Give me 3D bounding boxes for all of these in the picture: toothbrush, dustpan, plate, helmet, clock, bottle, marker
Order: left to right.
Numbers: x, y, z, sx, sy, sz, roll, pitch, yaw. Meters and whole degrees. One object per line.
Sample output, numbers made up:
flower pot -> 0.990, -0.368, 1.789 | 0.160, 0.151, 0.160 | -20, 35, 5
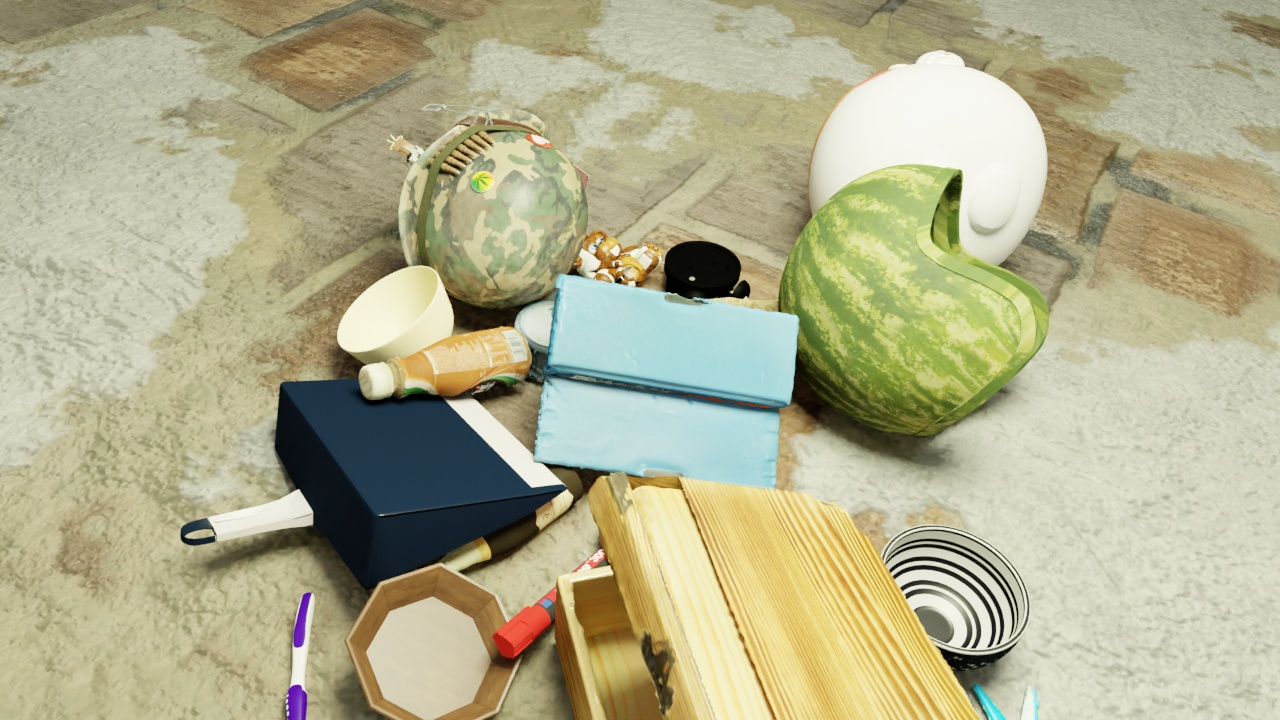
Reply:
toothbrush -> -0.254, 0.252, 0.678 | 0.016, 0.015, 0.186 | -8, 44, -8
dustpan -> -0.243, 0.101, 0.787 | 0.272, 0.080, 0.236 | -2, 25, -38
plate -> -0.156, 0.219, 0.691 | 0.131, 0.025, 0.131 | 17, 47, -20
bottle -> -0.186, 0.007, 0.878 | 0.166, 0.059, 0.059 | -12, 44, -41
helmet -> -0.165, -0.166, 0.997 | 0.237, 0.192, 0.224 | 11, 70, 30
bottle -> -0.129, 0.149, 0.781 | 0.045, 0.045, 0.184 | 35, 50, 27
clock -> -0.080, -0.012, 0.959 | 0.129, 0.052, 0.090 | 32, 49, 20
marker -> -0.062, 0.189, 0.744 | 0.023, 0.021, 0.144 | 48, 41, 9
clock -> 0.075, -0.088, 1.061 | 0.091, 0.043, 0.120 | -14, 46, -20
helmet -> 0.254, -0.057, 0.904 | 0.247, 0.244, 0.212 | 55, 28, 12

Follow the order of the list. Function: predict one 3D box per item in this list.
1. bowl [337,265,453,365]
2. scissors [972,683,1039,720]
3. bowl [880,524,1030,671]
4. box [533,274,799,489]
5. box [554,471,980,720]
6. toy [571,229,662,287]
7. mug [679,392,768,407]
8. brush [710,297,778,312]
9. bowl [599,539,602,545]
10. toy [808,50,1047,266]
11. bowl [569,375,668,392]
bowl -> -0.235, -0.028, 0.929 | 0.118, 0.074, 0.117 | -18, 41, 17
scissors -> 0.281, 0.304, 0.687 | 0.127, 0.012, 0.137 | -14, 49, -19
bowl -> 0.246, 0.202, 0.750 | 0.120, 0.066, 0.120 | 3, 43, -3
box -> 0.027, 0.024, 0.836 | 0.231, 0.033, 0.174 | 8, 80, -11
box -> 0.099, 0.224, 0.606 | 0.258, 0.221, 0.279 | -7, 43, -16
toy -> -0.040, -0.117, 1.065 | 0.112, 0.067, 0.087 | 34, 48, 10
mug -> 0.093, -0.003, 0.920 | 0.096, 0.113, 0.077 | 1, 46, -6
brush -> 0.097, -0.038, 0.993 | 0.195, 0.043, 0.059 | -1, 76, -13
bowl -> 0.027, 0.144, 0.791 | 0.122, 0.035, 0.121 | 10, 30, -6
toy -> 0.326, -0.225, 1.082 | 0.262, 0.266, 0.280 | 2, 26, -8
bowl -> -0.005, 0.005, 0.893 | 0.117, 0.118, 0.061 | -20, 39, -25
